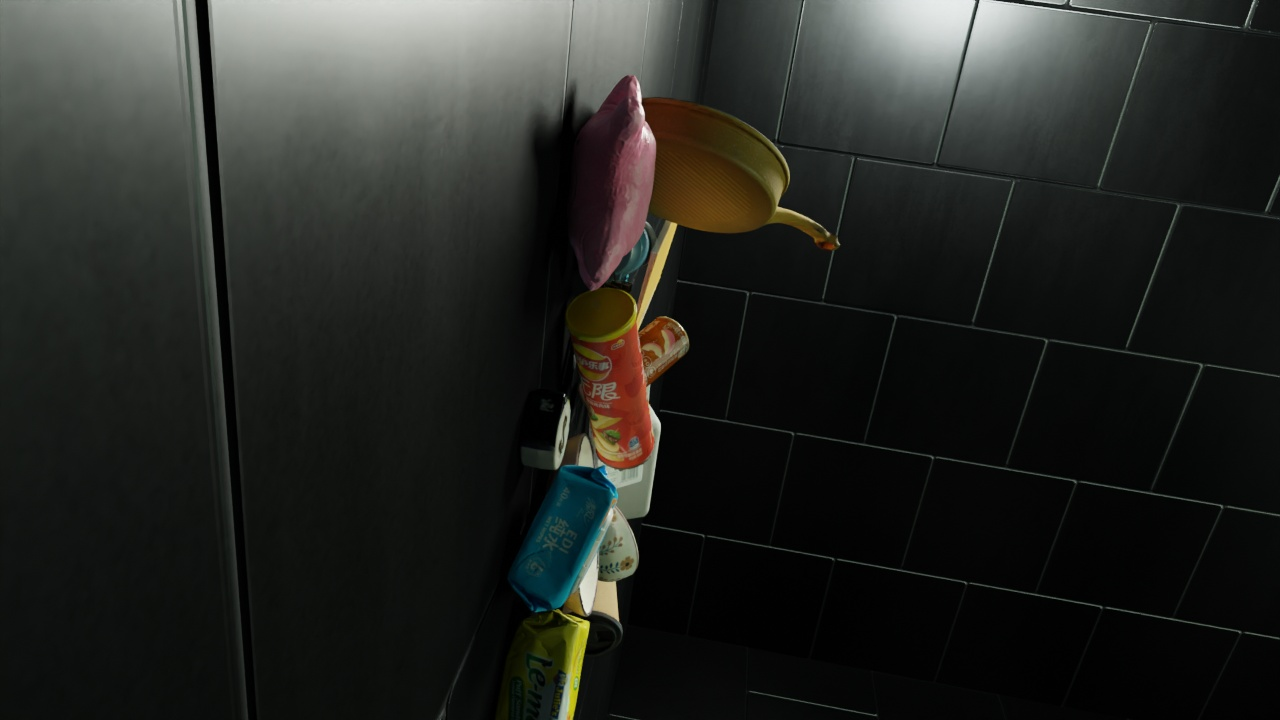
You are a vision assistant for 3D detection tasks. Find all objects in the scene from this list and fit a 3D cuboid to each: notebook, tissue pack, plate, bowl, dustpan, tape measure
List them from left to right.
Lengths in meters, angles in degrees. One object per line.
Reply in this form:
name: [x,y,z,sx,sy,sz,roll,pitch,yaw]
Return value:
tape measure: [-0.082,0.063,0.806,0.066,0.033,0.066,79,21,-75]
tissue pack: [-0.067,0.159,0.837,0.140,0.063,0.090,-63,176,-9]
plate: [-0.074,0.175,0.981,0.192,0.039,0.192,0,88,-86]
bowl: [-0.060,0.233,1.162,0.062,0.113,0.114,-25,138,-32]
dustpan: [-0.065,0.136,1.391,0.257,0.142,0.223,-133,-134,-57]
notebook: [0.020,-0.114,1.117,0.207,0.010,0.145,108,4,-56]

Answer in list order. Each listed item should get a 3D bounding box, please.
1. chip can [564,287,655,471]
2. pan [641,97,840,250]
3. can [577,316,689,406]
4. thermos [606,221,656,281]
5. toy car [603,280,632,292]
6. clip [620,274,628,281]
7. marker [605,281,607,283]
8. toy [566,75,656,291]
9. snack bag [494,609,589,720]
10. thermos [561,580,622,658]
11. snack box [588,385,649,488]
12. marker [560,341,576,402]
chip can: [-0.029,0.025,0.968,0.217,0.073,0.073,83,15,-47]
pan: [0.107,-0.177,0.983,0.357,0.198,0.078,31,72,-40]
can: [-0.007,0.006,1.101,0.147,0.058,0.058,-40,151,-32]
thermos: [-0.021,-0.126,1.000,0.220,0.070,0.070,-56,155,-80]
toy car: [-0.038,-0.054,1.084,0.158,0.042,0.070,-77,175,-77]
clip: [-0.025,-0.119,1.321,0.057,0.014,0.046,63,35,-85]
marker: [-0.028,-0.155,1.158,0.022,0.018,0.131,-23,124,-63]
toy: [-0.028,-0.151,0.813,0.178,0.074,0.195,-97,-163,-66]
snack bag: [-0.107,0.368,0.925,0.158,0.068,0.246,86,14,-75]
thermos: [-0.070,0.340,1.288,0.143,0.093,0.093,-89,-176,-52]
snack box: [-0.031,0.099,1.246,0.084,0.027,0.157,-11,112,-41]
marker: [-0.075,0.030,0.953,0.018,0.015,0.124,96,3,-74]
